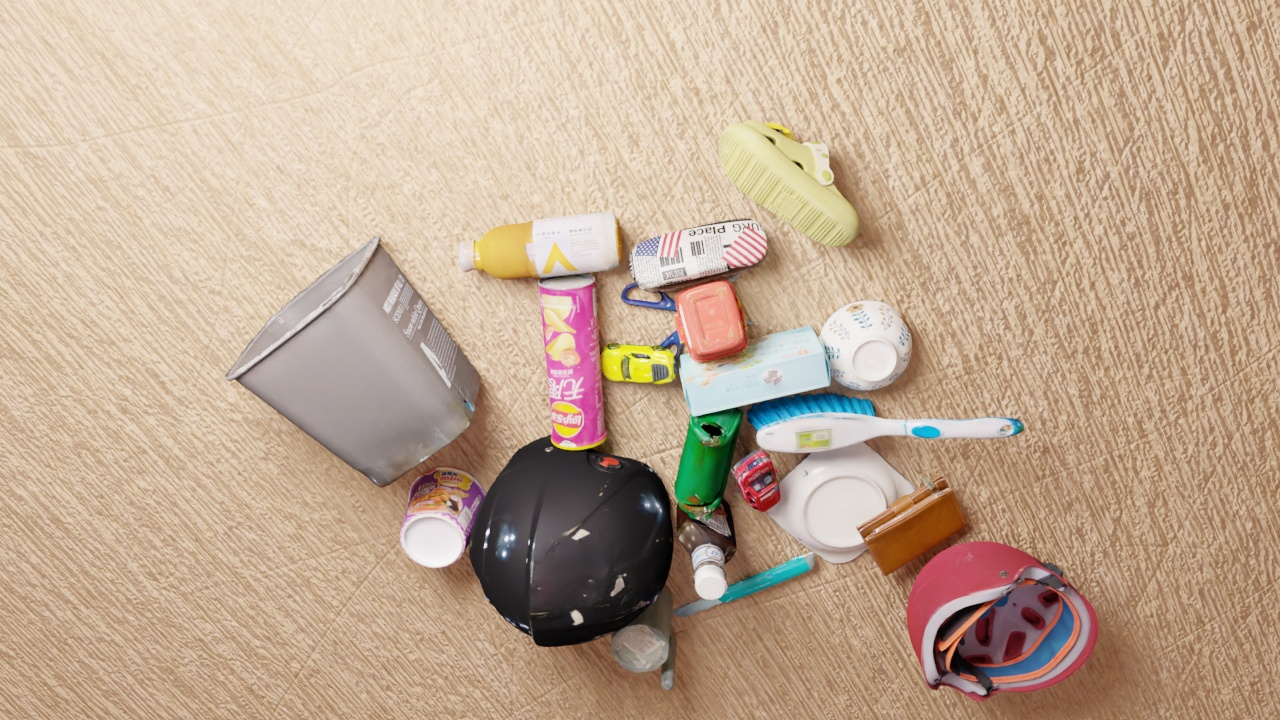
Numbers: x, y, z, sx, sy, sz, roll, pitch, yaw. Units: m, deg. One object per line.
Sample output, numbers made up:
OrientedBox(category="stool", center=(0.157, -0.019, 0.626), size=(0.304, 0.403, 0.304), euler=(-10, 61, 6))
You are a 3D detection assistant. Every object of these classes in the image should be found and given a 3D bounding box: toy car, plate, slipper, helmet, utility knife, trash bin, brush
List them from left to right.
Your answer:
OrientedBox(category="trash bin", center=(-0.319, 0.007, 1.081), size=(0.199, 0.198, 0.220), euler=(-35, 113, 14))
OrientedBox(category="helmet", center=(-0.073, 0.235, 1.148), size=(0.274, 0.230, 0.234), euler=(-7, 115, -17))
OrientedBox(category="toy car", center=(-0.007, 0.007, 1.135), size=(0.105, 0.032, 0.048), euler=(4, 117, 24))
OrientedBox(category="utility knife", center=(0.144, 0.314, 1.275), size=(0.222, 0.013, 0.029), euler=(-26, 106, 15))
OrientedBox(category="toy car", center=(0.151, 0.154, 1.164), size=(0.053, 0.045, 0.120), euler=(-36, 146, -5))
OrientedBox(category="slipper", center=(0.176, -0.208, 1.039), size=(0.190, 0.092, 0.081), euler=(38, 68, -3))
OrientedBox(category="plate", center=(0.267, 0.191, 1.212), size=(0.163, 0.034, 0.164), euler=(39, 107, -13))
OrientedBox(category="brush", center=(0.292, 0.078, 1.125), size=(0.314, 0.109, 0.060), euler=(-6, 109, 5))
OrientedBox(category="helmet", center=(0.459, 0.328, 1.205), size=(0.240, 0.143, 0.207), euler=(16, 112, -19))

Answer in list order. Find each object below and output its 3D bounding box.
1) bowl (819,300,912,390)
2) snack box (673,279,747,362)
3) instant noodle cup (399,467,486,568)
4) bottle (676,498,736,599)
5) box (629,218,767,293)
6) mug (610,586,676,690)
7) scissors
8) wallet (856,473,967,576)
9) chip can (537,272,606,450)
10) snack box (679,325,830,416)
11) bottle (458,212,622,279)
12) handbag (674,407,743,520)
OrientedBox(category="bowl", center=(0.278, -0.011, 1.116), size=(0.113, 0.062, 0.113), euler=(0, 111, 0))
OrientedBox(category="snack box", center=(0.082, -0.047, 1.075), size=(0.082, 0.080, 0.091), euler=(-16, 89, 4))
OrientedBox(category="instant noodle cup", center=(-0.263, 0.212, 1.203), size=(0.111, 0.099, 0.112), euler=(1, 113, 3))
OrientedBox(category="bottle", center=(0.083, 0.226, 1.144), size=(0.080, 0.194, 0.044), euler=(31, 109, -10))
OrientedBox(category="box", center=(0.066, -0.126, 1.067), size=(0.163, 0.081, 0.075), euler=(-11, 95, 8))
OrientedBox(category="mug", center=(0.012, 0.376, 1.255), size=(0.084, 0.103, 0.124), euler=(-30, 106, 13))
OrientedBox(category="scissors", center=(0.052, -0.053, 1.133), size=(0.162, 0.012, 0.176), euler=(30, 108, -10))
OrientedBox(category="wallet", center=(0.353, 0.213, 1.193), size=(0.131, 0.035, 0.119), euler=(-32, 123, 2))
OrientedBox(category="chip can", center=(-0.083, 0.001, 1.127), size=(0.071, 0.071, 0.211), euler=(-2, 111, 3))
OrientedBox(category="snack box", center=(0.137, 0.012, 1.116), size=(0.175, 0.074, 0.052), euler=(-13, 116, 4))
OrientedBox(category="bottle", center=(-0.117, -0.131, 1.077), size=(0.189, 0.068, 0.068), euler=(-6, 111, 4))
OrientedBox(category="handbag", center=(0.084, 0.121, 1.144), size=(0.068, 0.120, 0.131), euler=(12, 114, 3))
